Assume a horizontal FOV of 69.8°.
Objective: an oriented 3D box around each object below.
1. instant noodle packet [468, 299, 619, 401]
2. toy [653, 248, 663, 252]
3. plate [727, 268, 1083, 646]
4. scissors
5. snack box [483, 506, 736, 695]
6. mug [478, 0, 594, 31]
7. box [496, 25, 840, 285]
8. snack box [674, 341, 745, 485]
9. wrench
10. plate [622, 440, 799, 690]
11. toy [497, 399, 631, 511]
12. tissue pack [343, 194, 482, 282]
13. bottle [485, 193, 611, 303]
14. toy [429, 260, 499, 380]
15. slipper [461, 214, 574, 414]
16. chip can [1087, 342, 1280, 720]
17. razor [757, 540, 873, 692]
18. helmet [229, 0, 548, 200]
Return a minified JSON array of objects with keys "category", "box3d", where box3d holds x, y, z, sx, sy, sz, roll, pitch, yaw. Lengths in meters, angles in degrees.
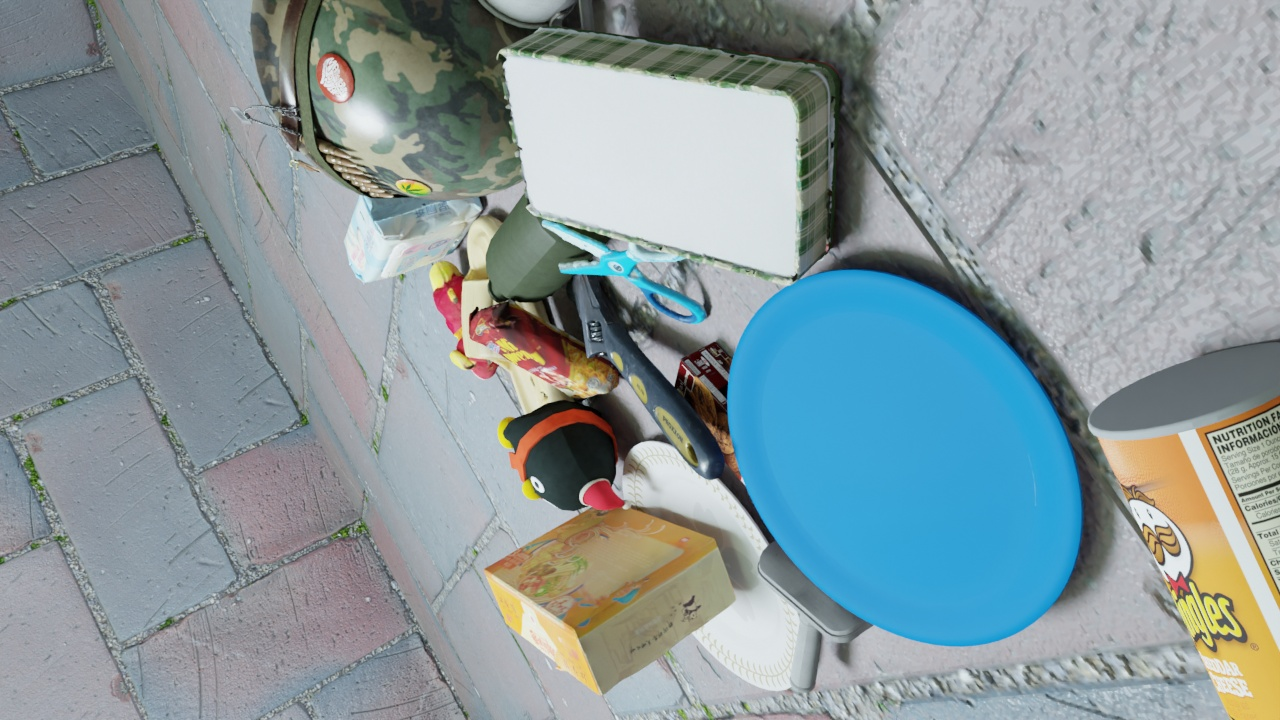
[{"category":"instant noodle packet","box3d":[-0.087,-0.008,0.823,0.135,0.039,0.099,31,166,-21]},{"category":"toy","box3d":[-0.001,-0.121,0.615,0.115,0.046,0.092,55,148,-2]},{"category":"plate","box3d":[0.141,0.055,0.521,0.224,0.024,0.225,27,128,40]},{"category":"scissors","box3d":[-0.004,-0.061,0.641,0.134,0.012,0.134,-1,146,42]},{"category":"snack box","box3d":[-0.031,0.206,0.814,0.196,0.144,0.080,5,118,60]},{"category":"mug","box3d":[-0.053,-0.242,0.559,0.071,0.084,0.113,-8,114,60]},{"category":"box","box3d":[0.013,-0.122,0.528,0.206,0.050,0.118,19,135,33]},{"category":"snack box","box3d":[0.080,0.055,0.644,0.141,0.031,0.051,48,150,27]},{"category":"wrench","box3d":[-0.004,0.004,0.705,0.273,0.022,0.073,-129,35,-51]},{"category":"plate","box3d":[0.062,0.177,0.804,0.242,0.016,0.243,42,147,36]},{"category":"toy","box3d":[-0.067,0.093,0.849,0.097,0.099,0.119,62,175,-34]},{"category":"tissue pack","box3d":[-0.238,-0.137,0.949,0.070,0.111,0.182,63,154,2]},{"category":"bottle","box3d":[-0.086,-0.091,0.761,0.071,0.071,0.207,62,153,1]},{"category":"toy","box3d":[-0.189,-0.049,0.993,0.137,0.067,0.105,63,177,17]},{"category":"slipper","box3d":[-0.136,-0.012,0.921,0.111,0.079,0.261,12,124,62]},{"category":"chip can","box3d":[0.249,0.106,0.340,0.215,0.075,0.075,64,154,-2]},{"category":"razor","box3d":[0.124,0.199,0.669,0.088,0.047,0.116,36,138,42]},{"category":"helmet","box3d":[-0.171,-0.212,0.658,0.236,0.224,0.192,23,91,50]}]
